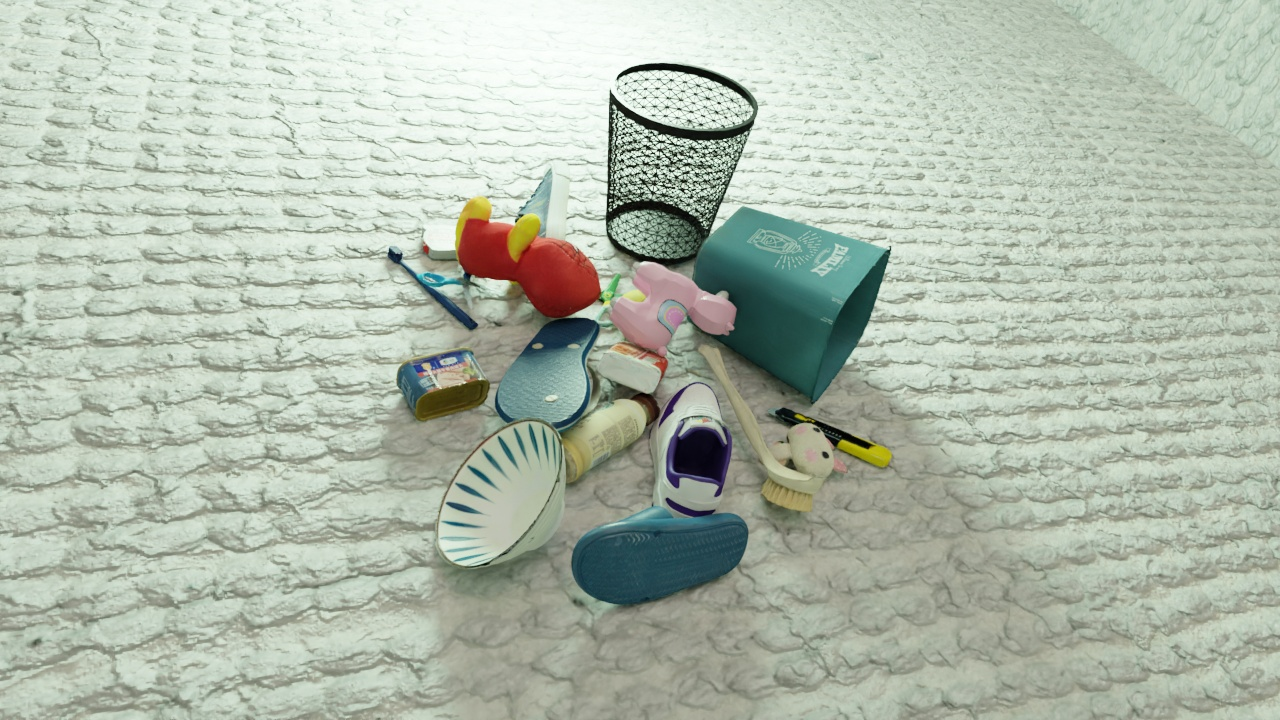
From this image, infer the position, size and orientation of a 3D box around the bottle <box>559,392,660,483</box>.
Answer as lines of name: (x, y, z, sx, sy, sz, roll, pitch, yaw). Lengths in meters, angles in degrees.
bottle: (-0.043, 0.088, 1.108, 0.056, 0.057, 0.161, 39, 46, 23)

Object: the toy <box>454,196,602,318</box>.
toy: (-0.154, -0.131, 1.255, 0.216, 0.148, 0.098, 29, 72, 5)

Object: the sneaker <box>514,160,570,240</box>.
sneaker: (-0.150, -0.227, 1.396, 0.079, 0.088, 0.235, 4, 46, -6)

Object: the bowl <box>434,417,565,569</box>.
bowl: (-0.130, 0.153, 0.975, 0.071, 0.178, 0.177, 43, 28, -35)

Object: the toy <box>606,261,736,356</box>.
toy: (0.044, -0.064, 1.215, 0.157, 0.067, 0.123, 30, 76, 0)

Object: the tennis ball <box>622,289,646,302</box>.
tennis ball: (-0.003, -0.066, 1.280, 0.065, 0.065, 0.065, 9, 42, -9)

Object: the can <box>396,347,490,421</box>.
can: (-0.237, 0.028, 1.110, 0.099, 0.054, 0.059, -16, 52, -31)

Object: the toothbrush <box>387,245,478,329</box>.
toothbrush: (-0.288, -0.102, 1.261, 0.190, 0.017, 0.016, 40, 47, 23)

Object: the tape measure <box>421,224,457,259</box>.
tape measure: (-0.286, -0.171, 1.333, 0.060, 0.020, 0.062, 0, 45, -18)

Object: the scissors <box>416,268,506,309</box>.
scissors: (-0.247, -0.113, 1.275, 0.127, 0.014, 0.133, 13, 34, -19)

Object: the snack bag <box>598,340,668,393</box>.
snack bag: (-0.007, 0.007, 1.186, 0.077, 0.036, 0.115, 21, 11, 4)

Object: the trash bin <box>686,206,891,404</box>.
trash bin: (0.200, -0.092, 1.289, 0.219, 0.200, 0.196, 27, 48, 21)

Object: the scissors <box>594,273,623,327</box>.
scissors: (-0.048, -0.088, 1.329, 0.125, 0.011, 0.127, -1, 46, -17)

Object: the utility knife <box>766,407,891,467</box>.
utility knife: (0.250, 0.098, 1.225, 0.174, 0.020, 0.028, 22, 35, 8)

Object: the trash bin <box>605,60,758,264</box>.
trash bin: (0.043, -0.293, 1.398, 0.217, 0.244, 0.216, 7, 41, -6)

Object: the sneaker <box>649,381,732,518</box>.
sneaker: (0.064, 0.092, 1.097, 0.092, 0.111, 0.243, 13, 42, -5)

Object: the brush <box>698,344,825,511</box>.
brush: (0.141, 0.080, 1.160, 0.062, 0.077, 0.272, 24, 29, -51)

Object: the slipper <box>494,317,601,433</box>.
slipper: (-0.108, 0.026, 1.146, 0.118, 0.060, 0.294, 2, 27, 6)

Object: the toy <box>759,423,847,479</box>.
toy: (0.213, 0.117, 1.173, 0.112, 0.050, 0.087, 10, 41, -16)

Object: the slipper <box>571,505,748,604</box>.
slipper: (0.021, 0.205, 0.984, 0.213, 0.104, 0.059, 0, 23, -29)
